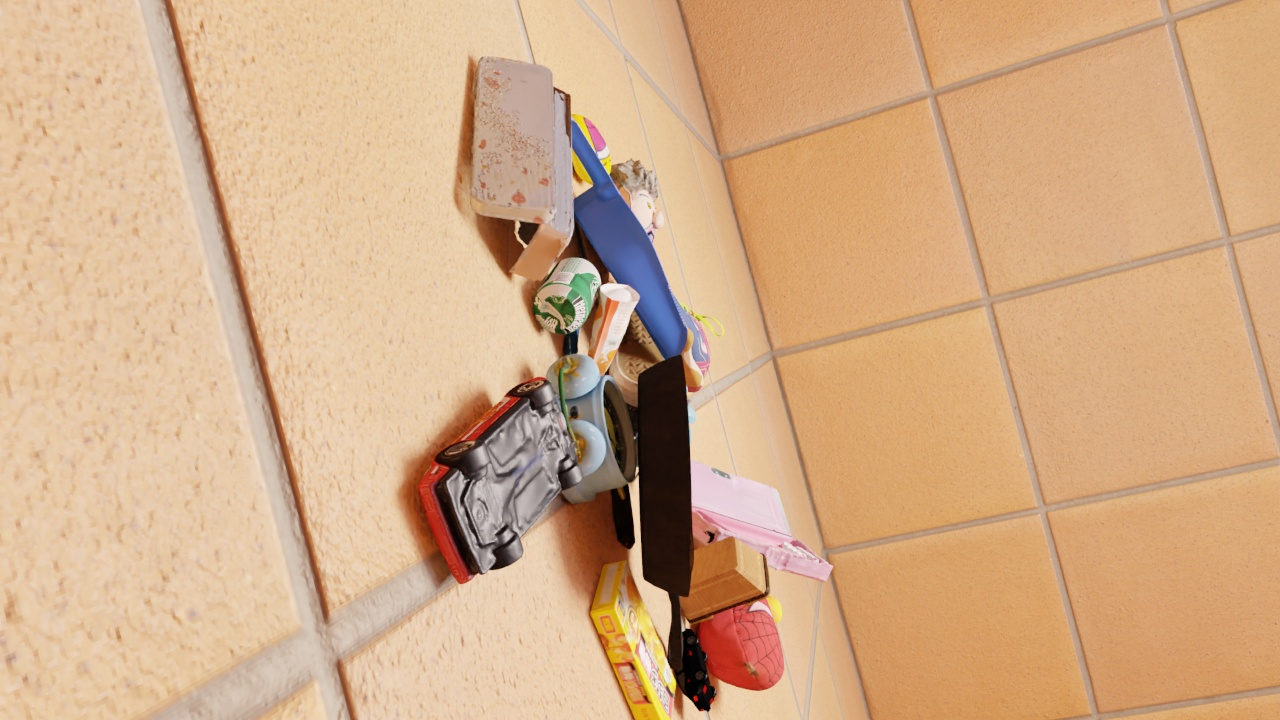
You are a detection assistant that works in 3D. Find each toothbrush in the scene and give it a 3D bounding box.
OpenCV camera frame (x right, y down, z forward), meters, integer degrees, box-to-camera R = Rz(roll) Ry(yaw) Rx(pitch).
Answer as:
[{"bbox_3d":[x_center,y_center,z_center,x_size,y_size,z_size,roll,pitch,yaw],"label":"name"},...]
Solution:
[{"bbox_3d":[-0.067,-0.033,0.955,0.132,0.016,0.021,-82,153,-53],"label":"toothbrush"}]

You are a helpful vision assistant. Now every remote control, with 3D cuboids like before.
[{"bbox_3d":[-0.022,0.134,0.964,0.039,0.010,0.124,54,24,-57],"label":"remote control"}]

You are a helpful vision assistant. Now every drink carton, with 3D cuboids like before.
[{"bbox_3d":[-0.037,-0.013,0.923,0.069,0.039,0.122,-53,162,-68],"label":"drink carton"}]

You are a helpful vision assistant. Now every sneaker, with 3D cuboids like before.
[{"bbox_3d":[0.040,-0.054,1.261,0.090,0.116,0.242,-64,151,-26],"label":"sneaker"},{"bbox_3d":[-0.006,0.006,1.072,0.235,0.087,0.079,-84,-170,-64],"label":"sneaker"}]

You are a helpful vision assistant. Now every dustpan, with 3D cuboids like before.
[{"bbox_3d":[-0.039,-0.156,1.018,0.258,0.059,0.245,55,3,-37],"label":"dustpan"}]

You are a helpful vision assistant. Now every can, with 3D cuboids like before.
[{"bbox_3d":[-0.070,-0.064,0.889,0.101,0.053,0.053,-73,146,-65],"label":"can"}]

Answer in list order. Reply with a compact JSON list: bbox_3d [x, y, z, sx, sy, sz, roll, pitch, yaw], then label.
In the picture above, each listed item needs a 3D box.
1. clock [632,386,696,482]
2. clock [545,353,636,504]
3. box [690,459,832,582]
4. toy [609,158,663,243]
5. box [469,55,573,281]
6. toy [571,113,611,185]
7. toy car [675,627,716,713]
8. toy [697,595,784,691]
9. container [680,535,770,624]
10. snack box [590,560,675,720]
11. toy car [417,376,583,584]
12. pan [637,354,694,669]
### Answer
[{"bbox_3d":[0.029,0.080,1.042,0.042,0.088,0.123,32,59,-25],"label":"clock"},{"bbox_3d":[-0.051,0.061,0.815,0.162,0.060,0.118,54,25,-63],"label":"clock"},{"bbox_3d":[0.137,0.219,1.237,0.232,0.059,0.179,24,20,-36],"label":"box"},{"bbox_3d":[-0.006,-0.199,1.267,0.132,0.076,0.175,39,46,-67],"label":"toy"},{"bbox_3d":[-0.107,-0.178,0.852,0.108,0.094,0.215,96,-9,-51],"label":"box"},{"bbox_3d":[-0.067,-0.264,1.149,0.095,0.041,0.094,-64,134,-66],"label":"toy"},{"bbox_3d":[0.056,0.339,1.008,0.091,0.036,0.042,-105,173,-50],"label":"toy car"},{"bbox_3d":[0.131,0.338,1.177,0.147,0.099,0.216,58,15,-9],"label":"toy"},{"bbox_3d":[0.089,0.258,1.089,0.061,0.114,0.063,50,25,-32],"label":"container"},{"bbox_3d":[-0.004,0.269,0.852,0.075,0.025,0.152,-72,145,-66],"label":"snack box"},{"bbox_3d":[-0.093,0.076,0.637,0.189,0.056,0.081,-52,125,-65],"label":"toy car"},{"bbox_3d":[0.021,0.166,0.903,0.248,0.043,0.357,-93,-178,-63],"label":"pan"}]
